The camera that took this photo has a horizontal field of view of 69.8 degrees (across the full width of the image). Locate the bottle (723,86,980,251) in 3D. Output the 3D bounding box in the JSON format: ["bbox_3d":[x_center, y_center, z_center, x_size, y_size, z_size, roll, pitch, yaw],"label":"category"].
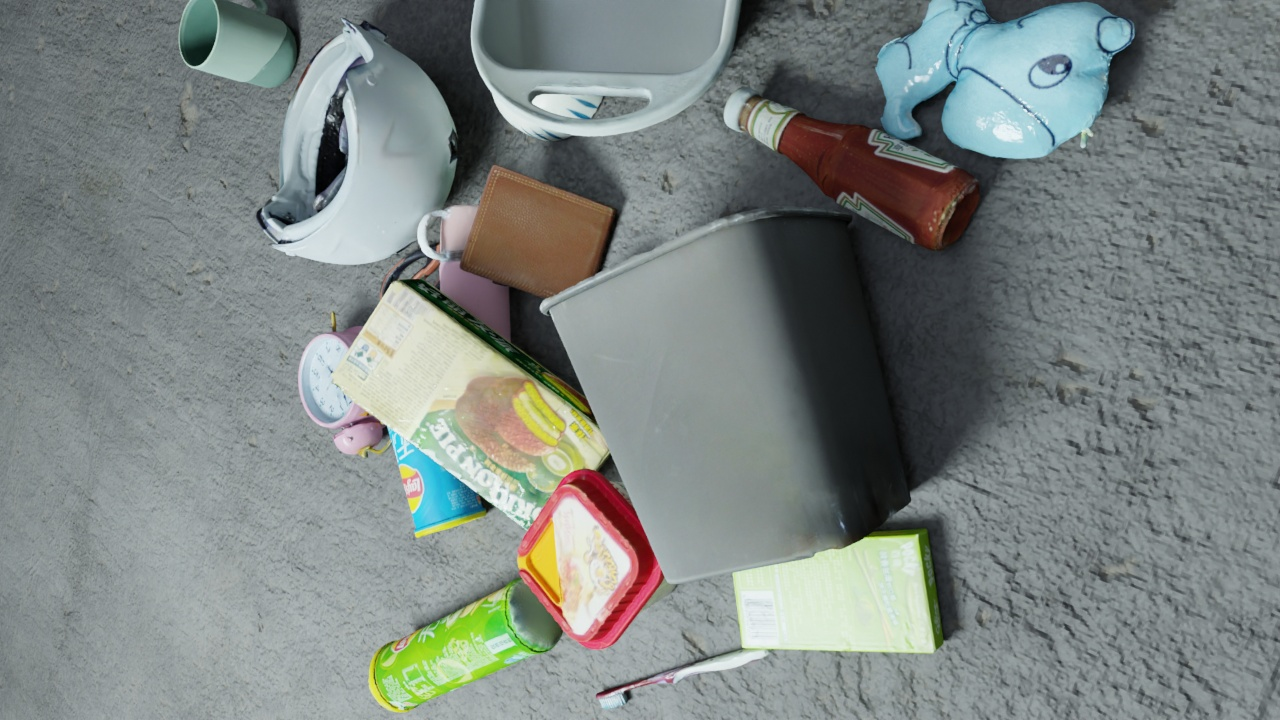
[{"bbox_3d":[0.149,-0.151,0.681,0.206,0.059,0.060,36,109,29],"label":"bottle"}]

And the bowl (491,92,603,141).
[{"bbox_3d":[-0.095,-0.265,0.841,0.117,0.066,0.116,0,90,34],"label":"bowl"}]

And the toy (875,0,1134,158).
[{"bbox_3d":[0.242,-0.192,0.624,0.162,0.049,0.156,-40,68,35],"label":"toy"}]

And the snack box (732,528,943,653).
[{"bbox_3d":[0.146,0.176,0.700,0.157,0.026,0.085,-11,83,34],"label":"snack box"}]

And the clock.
[{"bbox_3d":[-0.305,0.033,0.986,0.158,0.059,0.117,46,114,23],"label":"clock"}]

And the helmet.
[{"bbox_3d":[-0.265,-0.201,0.905,0.229,0.145,0.258,-61,35,14],"label":"helmet"}]

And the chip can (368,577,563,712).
[{"bbox_3d":[-0.169,0.275,0.886,0.222,0.072,0.072,-31,73,30],"label":"chip can"}]

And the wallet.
[{"bbox_3d":[-0.092,-0.110,0.829,0.124,0.032,0.101,19,98,-4],"label":"wallet"}]

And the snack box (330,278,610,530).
[{"bbox_3d":[-0.142,0.040,0.811,0.240,0.063,0.114,35,100,3],"label":"snack box"}]

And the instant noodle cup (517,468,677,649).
[{"bbox_3d":[-0.017,0.156,0.751,0.116,0.124,0.117,44,113,27],"label":"instant noodle cup"}]

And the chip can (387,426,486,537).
[{"bbox_3d":[-0.216,0.064,0.908,0.071,0.071,0.210,-22,82,32],"label":"chip can"}]

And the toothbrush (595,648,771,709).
[{"bbox_3d":[0.033,0.272,0.782,0.188,0.016,0.017,-28,82,31],"label":"toothbrush"}]

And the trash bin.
[{"bbox_3d":[0.075,0.025,0.661,0.200,0.198,0.219,-21,85,34],"label":"trash bin"}]

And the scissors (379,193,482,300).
[{"bbox_3d":[-0.194,-0.095,0.939,0.198,0.015,0.213,8,93,34],"label":"scissors"}]

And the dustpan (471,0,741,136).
[{"bbox_3d":[-0.023,-0.300,0.713,0.223,0.142,0.258,4,99,7],"label":"dustpan"}]

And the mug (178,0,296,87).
[{"bbox_3d":[-0.464,-0.382,1.067,0.082,0.106,0.111,2,91,35],"label":"mug"}]

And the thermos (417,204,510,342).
[{"bbox_3d":[-0.165,-0.046,0.869,0.067,0.087,0.198,3,96,50],"label":"thermos"}]
